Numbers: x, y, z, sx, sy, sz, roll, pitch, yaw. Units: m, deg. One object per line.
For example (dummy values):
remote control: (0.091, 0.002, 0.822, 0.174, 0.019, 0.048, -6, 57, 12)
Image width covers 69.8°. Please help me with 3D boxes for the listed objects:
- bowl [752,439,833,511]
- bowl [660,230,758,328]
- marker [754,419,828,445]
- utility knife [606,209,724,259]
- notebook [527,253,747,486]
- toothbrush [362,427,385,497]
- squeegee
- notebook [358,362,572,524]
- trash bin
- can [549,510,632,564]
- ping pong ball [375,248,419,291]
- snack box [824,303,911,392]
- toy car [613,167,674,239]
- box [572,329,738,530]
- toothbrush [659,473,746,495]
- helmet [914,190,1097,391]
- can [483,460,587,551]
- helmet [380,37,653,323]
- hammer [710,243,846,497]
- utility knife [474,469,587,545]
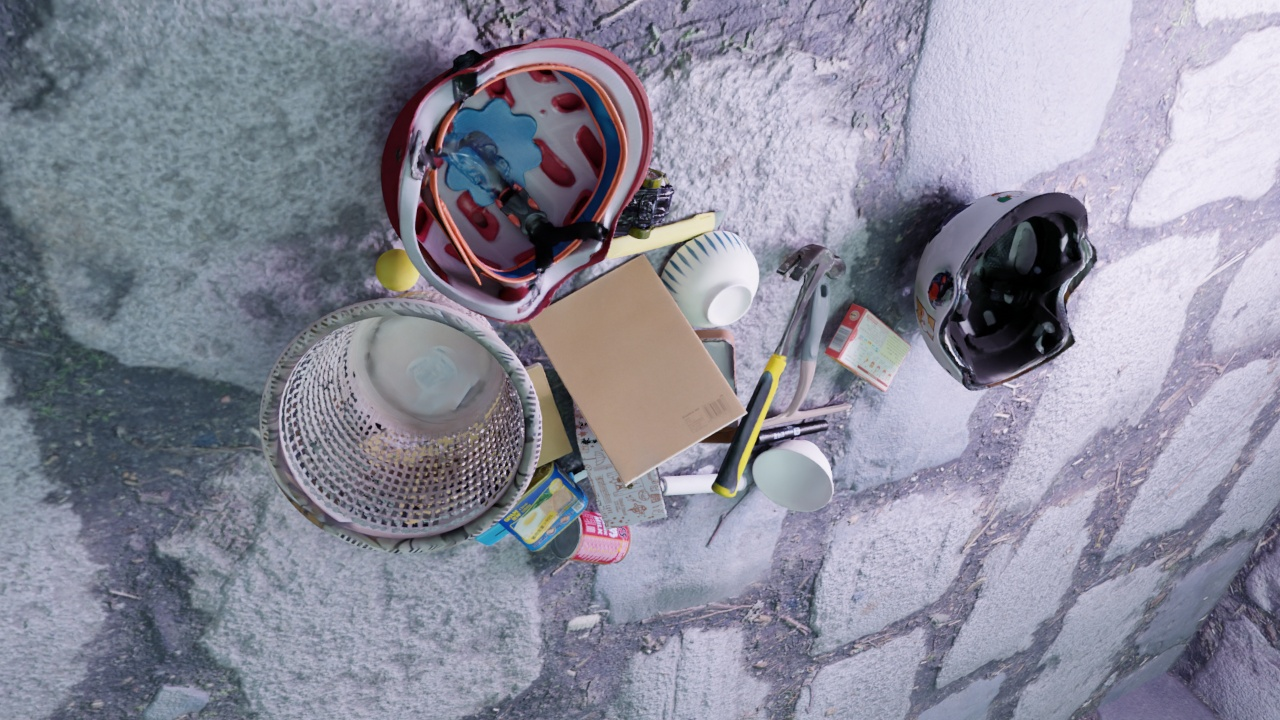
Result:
bowl: (0.227, 0.153, 1.320, 0.064, 0.118, 0.118, -55, 153, -44)
bowl: (0.086, -0.081, 1.038, 0.116, 0.066, 0.117, -19, 138, -18)
marker: (0.213, 0.102, 1.308, 0.131, 0.020, 0.022, -7, 159, -32)
utility knife: (0.003, -0.129, 0.985, 0.206, 0.021, 0.031, -20, 133, -26)
notebook: (-0.006, 0.006, 0.970, 0.149, 0.211, 0.012, -30, 165, -8)
toothbrush: (-0.259, 0.065, 0.978, 0.026, 0.027, 0.213, 27, 113, -3)
squeegee: (0.217, 0.002, 1.217, 0.247, 0.040, 0.250, -10, 129, -24)
notebook: (-0.187, 0.096, 1.017, 0.207, 0.008, 0.148, -24, 133, -10)
trash bin: (-0.203, 0.031, 0.836, 0.227, 0.192, 0.228, -2, 109, -5)
can: (-0.065, 0.234, 1.212, 0.093, 0.066, 0.067, 18, 114, -40)
ping pong ball: (-0.228, -0.085, 0.862, 0.040, 0.040, 0.040, -17, 133, -20)
snack box: (0.312, -0.015, 1.249, 0.155, 0.027, 0.077, 27, 93, -48)
toy car: (-0.040, -0.160, 0.916, 0.158, 0.042, 0.070, -3, 127, -25)
box: (0.031, 0.077, 1.071, 0.193, 0.156, 0.183, -10, 135, 2)
toothbrush: (0.054, 0.172, 1.264, 0.220, 0.026, 0.027, 1, 98, -33)
helmet: (0.449, -0.105, 1.190, 0.229, 0.157, 0.274, -19, 123, -16)
can: (-0.126, 0.171, 1.114, 0.102, 0.057, 0.083, -40, 125, -2)
helmet: (-0.117, -0.169, 0.791, 0.240, 0.144, 0.207, -45, 129, -7)
hammer: (0.157, 0.014, 1.105, 0.126, 0.032, 0.323, 12, 101, -58)
utility knife: (-0.118, 0.172, 1.163, 0.204, 0.018, 0.034, -33, 135, -7)
